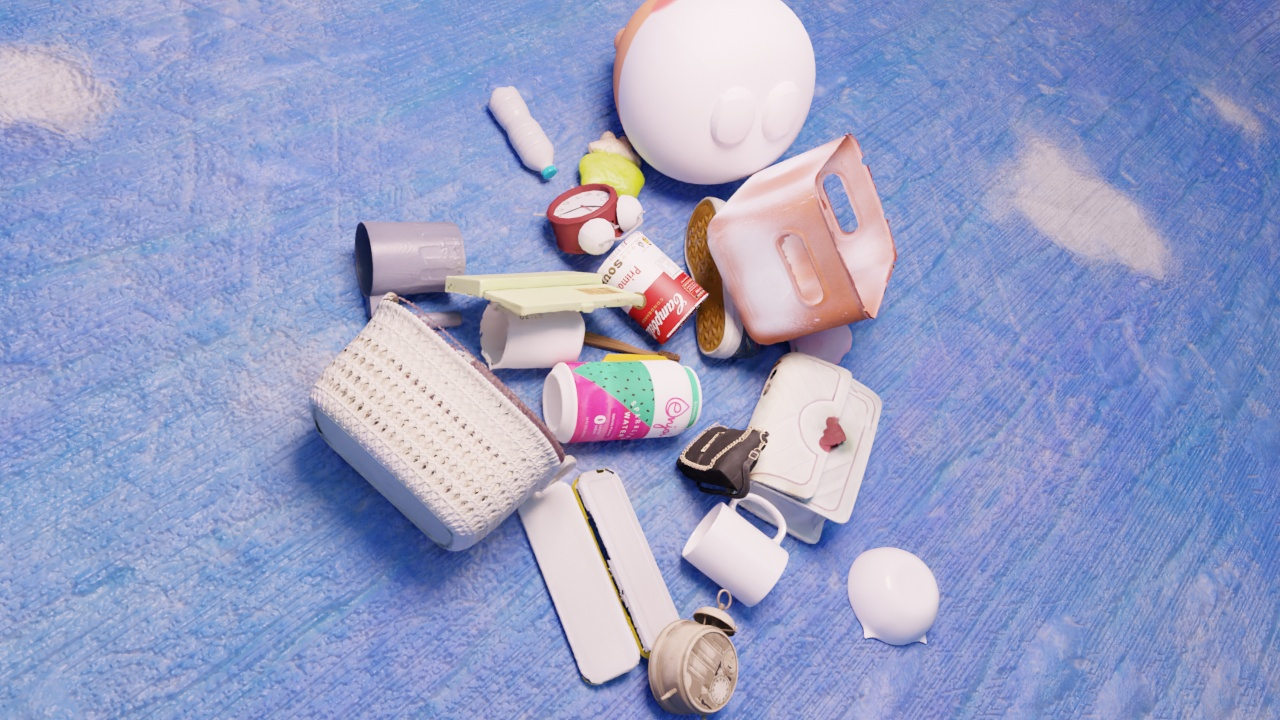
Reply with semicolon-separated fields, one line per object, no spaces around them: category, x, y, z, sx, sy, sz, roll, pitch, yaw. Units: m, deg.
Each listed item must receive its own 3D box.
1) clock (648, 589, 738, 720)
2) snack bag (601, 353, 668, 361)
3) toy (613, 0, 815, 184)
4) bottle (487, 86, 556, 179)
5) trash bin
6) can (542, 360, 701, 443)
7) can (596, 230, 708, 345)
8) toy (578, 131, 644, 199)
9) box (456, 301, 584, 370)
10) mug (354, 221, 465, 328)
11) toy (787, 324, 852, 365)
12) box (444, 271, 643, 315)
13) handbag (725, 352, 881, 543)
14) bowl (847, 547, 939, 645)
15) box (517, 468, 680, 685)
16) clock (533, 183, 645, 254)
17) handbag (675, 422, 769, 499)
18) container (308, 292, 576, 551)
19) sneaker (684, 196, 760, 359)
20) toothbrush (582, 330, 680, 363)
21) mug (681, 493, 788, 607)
clock;0.066;0.295;0.930;0.093;0.055;0.140;48;54;-27
snack bag;-0.007;0.006;1.100;0.099;0.026;0.020;2;56;-22
toy;0.088;-0.379;1.218;0.262;0.266;0.280;-14;45;-24
bottle;-0.150;-0.295;1.194;0.044;0.044;0.136;-23;74;-32
trash bin;0.203;-0.149;1.137;0.181;0.158;0.258;64;30;-17
can;-0.021;0.045;1.032;0.165;0.088;0.088;-1;63;-25
can;0.012;-0.089;1.124;0.116;0.087;0.086;43;54;3
toy;-0.038;-0.261;1.227;0.092;0.043;0.117;13;55;-14
box;-0.147;-0.021;1.014;0.165;0.095;0.084;1;41;-35
mug;-0.255;-0.094;1.021;0.103;0.084;0.124;-7;89;-29
toy;0.224;-0.032;1.211;0.105;0.053;0.108;42;54;16
box;-0.104;-0.078;1.023;0.186;0.139;0.030;-8;109;-46
handbag;0.196;0.098;1.095;0.142;0.096;0.198;29;57;-5
bowl;0.305;0.269;1.073;0.114;0.051;0.114;11;59;-18
box;-0.040;0.219;0.960;0.128;0.046;0.209;-15;70;-27
clock;-0.058;-0.174;1.126;0.138;0.048;0.096;20;52;40
handbag;0.095;0.107;1.032;0.079;0.129;0.054;-47;109;-20
container;-0.200;0.067;0.891;0.251;0.185;0.143;42;63;2
sneaker;0.115;-0.107;1.186;0.079;0.088;0.235;13;59;-30
toothbrush;-0.029;-0.019;1.110;0.166;0.016;0.016;14;57;-16
mug;0.113;0.199;1.010;0.090;0.074;0.110;38;63;0
